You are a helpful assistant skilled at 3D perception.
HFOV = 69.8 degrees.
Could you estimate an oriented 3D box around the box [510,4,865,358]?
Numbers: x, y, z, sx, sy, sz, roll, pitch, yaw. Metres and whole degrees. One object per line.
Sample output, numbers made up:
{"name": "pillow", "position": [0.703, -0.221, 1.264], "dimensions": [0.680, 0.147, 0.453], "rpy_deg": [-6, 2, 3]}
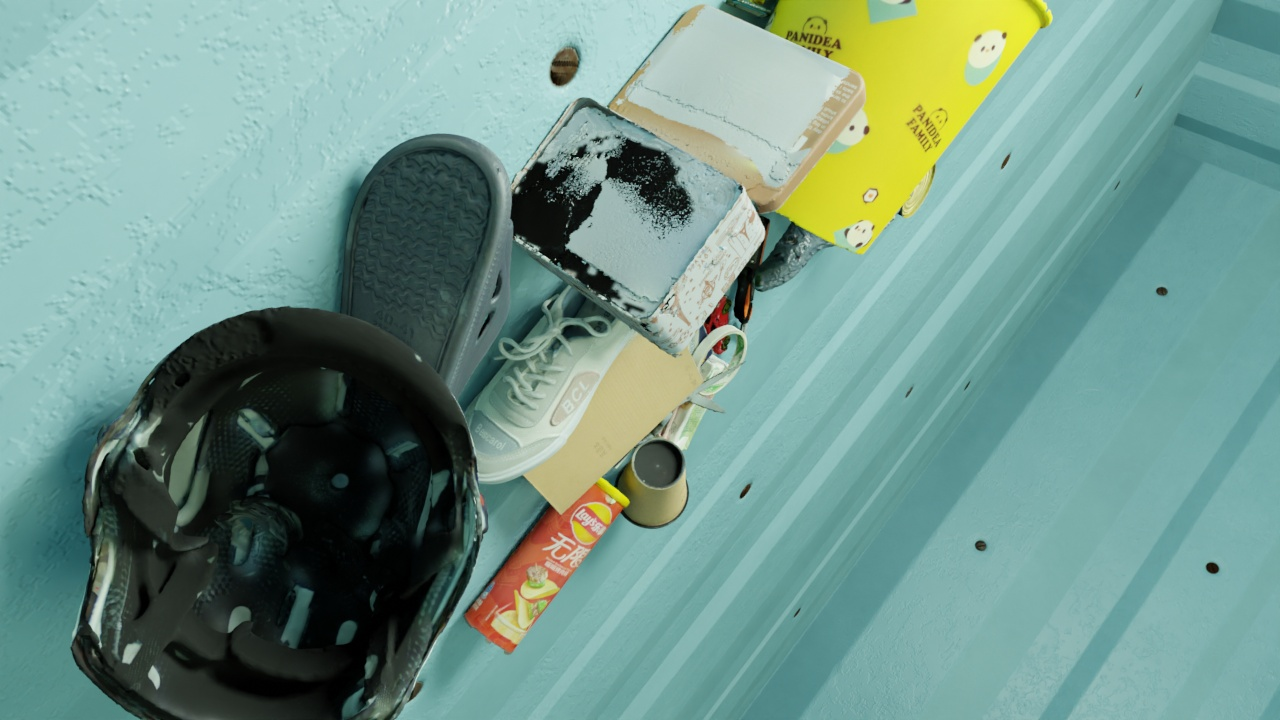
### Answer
{"name": "box", "position": [0.031, -0.157, 0.717], "dimensions": [0.260, 0.177, 0.082], "rpy_deg": [-52, 153, -3]}

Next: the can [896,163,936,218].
{"name": "can", "position": [0.294, -0.231, 1.130], "dimensions": [0.075, 0.111, 0.075], "rpy_deg": [-39, 147, -32]}

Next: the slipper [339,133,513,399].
{"name": "slipper", "position": [-0.151, -0.040, 0.652], "dimensions": [0.083, 0.111, 0.269], "rpy_deg": [-42, 159, -58]}

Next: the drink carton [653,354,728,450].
{"name": "drink carton", "position": [0.052, 0.046, 1.107], "dimensions": [0.045, 0.053, 0.123], "rpy_deg": [3, 117, -55]}

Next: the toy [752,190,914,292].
{"name": "toy", "position": [0.240, -0.216, 1.021], "dimensions": [0.356, 0.138, 0.091], "rpy_deg": [-62, -166, -3]}

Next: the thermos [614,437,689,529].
{"name": "thermos", "position": [0.017, 0.142, 1.085], "dimensions": [0.093, 0.093, 0.143], "rpy_deg": [-45, 167, -20]}

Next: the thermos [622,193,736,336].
{"name": "thermos", "position": [0.041, -0.096, 0.840], "dimensions": [0.219, 0.070, 0.070], "rpy_deg": [-56, 164, -56]}

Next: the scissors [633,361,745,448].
{"name": "scissors", "position": [0.049, 0.042, 1.014], "dimensions": [0.159, 0.014, 0.181], "rpy_deg": [-47, 143, -1]}

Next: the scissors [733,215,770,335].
{"name": "scissors", "position": [0.122, -0.064, 1.098], "dimensions": [0.204, 0.022, 0.225], "rpy_deg": [-56, 158, -63]}

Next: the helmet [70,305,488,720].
{"name": "helmet", "position": [-0.218, 0.101, 0.596], "dimensions": [0.157, 0.230, 0.274], "rpy_deg": [-157, -100, -80]}

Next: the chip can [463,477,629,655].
{"name": "chip can", "position": [-0.104, 0.221, 1.029], "dimensions": [0.216, 0.073, 0.073], "rpy_deg": [-52, 152, -6]}

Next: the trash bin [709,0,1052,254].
{"name": "trash bin", "position": [0.201, -0.254, 0.851], "dimensions": [0.229, 0.229, 0.256], "rpy_deg": [-2, 127, -58]}

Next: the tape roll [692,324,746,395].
{"name": "tape roll", "position": [0.088, 0.000, 1.044], "dimensions": [0.085, 0.014, 0.086], "rpy_deg": [-30, 139, -30]}

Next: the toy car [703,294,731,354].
{"name": "toy car", "position": [0.078, -0.046, 1.051], "dimensions": [0.031, 0.049, 0.106], "rpy_deg": [-41, 149, -24]}

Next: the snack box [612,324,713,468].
{"name": "snack box", "position": [-0.006, 0.006, 0.979], "dimensions": [0.177, 0.046, 0.182], "rpy_deg": [-49, 151, -12]}

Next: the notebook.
{"name": "notebook", "position": [-0.029, 0.053, 0.921], "dimensions": [0.211, 0.012, 0.149], "rpy_deg": [-43, 146, -9]}

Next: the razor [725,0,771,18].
{"name": "razor", "position": [0.116, -0.365, 0.786], "dimensions": [0.043, 0.028, 0.133], "rpy_deg": [10, 118, -27]}

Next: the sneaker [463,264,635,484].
{"name": "sneaker", "position": [-0.077, 0.005, 0.809], "dimensions": [0.241, 0.089, 0.091], "rpy_deg": [-52, 168, -16]}
